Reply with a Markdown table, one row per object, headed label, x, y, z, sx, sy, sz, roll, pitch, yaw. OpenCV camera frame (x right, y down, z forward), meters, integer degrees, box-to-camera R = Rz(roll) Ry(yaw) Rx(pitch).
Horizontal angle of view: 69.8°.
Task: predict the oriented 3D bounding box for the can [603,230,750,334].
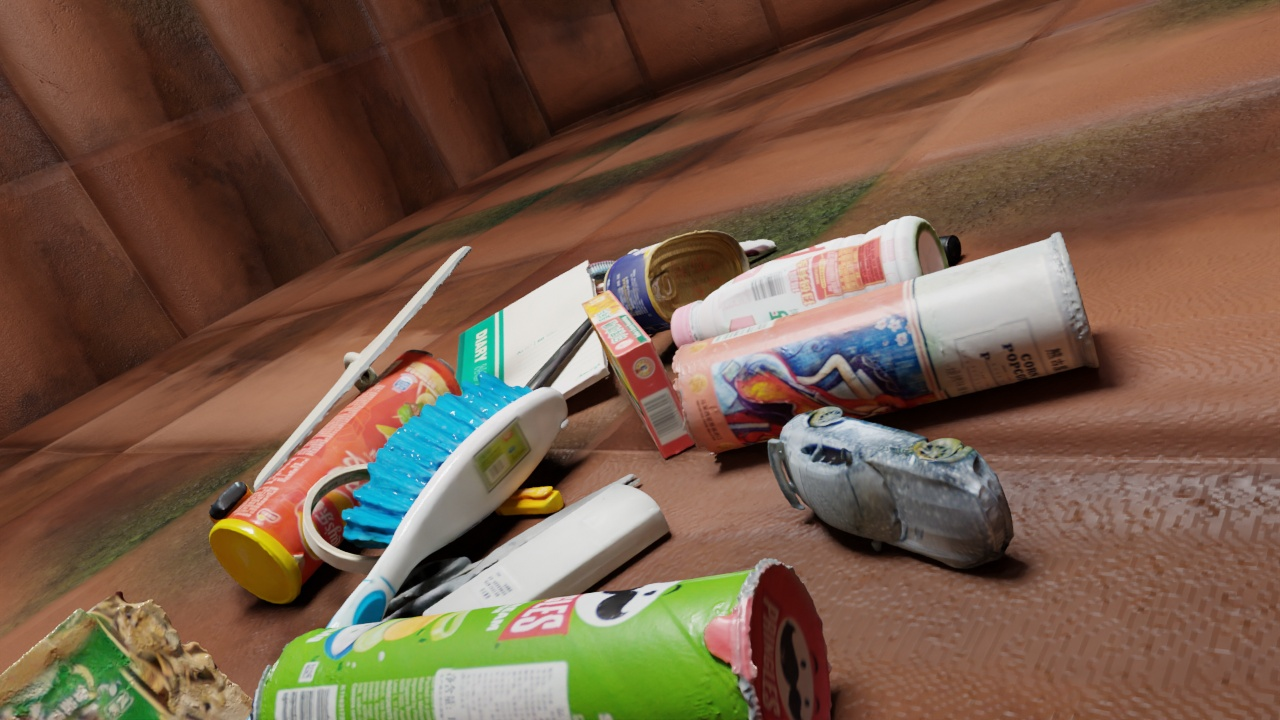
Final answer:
| label | x | y | z | sx | sy | sz | roll | pitch | yaw |
| --- | --- | --- | --- | --- | --- | --- | --- | --- | --- |
| can | 0.033 | -0.064 | 0.753 | 0.049 | 0.074 | 0.147 | -12 | 6 | 39 |

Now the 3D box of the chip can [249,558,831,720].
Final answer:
| label | x | y | z | sx | sy | sz | roll | pitch | yaw |
| --- | --- | --- | --- | --- | --- | --- | --- | --- | --- |
| chip can | -0.048 | 0.130 | 0.364 | 0.237 | 0.072 | 0.072 | -15 | 21 | 27 |

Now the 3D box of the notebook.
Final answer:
| label | x | y | z | sx | sy | sz | roll | pitch | yaw |
| --- | --- | --- | --- | --- | --- | --- | --- | --- | --- |
| notebook | -0.100 | -0.006 | 0.802 | 0.150 | 0.012 | 0.208 | -30 | 29 | 9 |

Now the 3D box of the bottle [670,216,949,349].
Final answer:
| label | x | y | z | sx | sy | sz | roll | pitch | yaw |
| --- | --- | --- | --- | --- | --- | --- | --- | --- | --- |
| bottle | 0.111 | -0.041 | 0.640 | 0.197 | 0.068 | 0.068 | -16 | 20 | 37 |

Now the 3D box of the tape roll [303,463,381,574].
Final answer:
| label | x | y | z | sx | sy | sz | roll | pitch | yaw |
| --- | --- | --- | --- | --- | --- | --- | --- | --- | --- |
| tape roll | -0.178 | 0.103 | 0.606 | 0.085 | 0.014 | 0.085 | 11 | 37 | -8 |

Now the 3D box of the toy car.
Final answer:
| label | x | y | z | sx | sy | sz | roll | pitch | yaw |
| --- | --- | --- | --- | --- | --- | --- | --- | --- | --- |
| toy car | 0.104 | 0.056 | 0.401 | 0.036 | 0.054 | 0.121 | -31 | 21 | -26 |

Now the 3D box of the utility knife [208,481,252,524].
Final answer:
| label | x | y | z | sx | sy | sz | roll | pitch | yaw |
| --- | --- | --- | --- | --- | --- | --- | --- | --- | --- |
| utility knife | -0.310 | 0.116 | 0.704 | 0.033 | 0.015 | 0.197 | -50 | 4 | -23 |

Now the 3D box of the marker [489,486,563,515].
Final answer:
| label | x | y | z | sx | sy | sz | roll | pitch | yaw |
| --- | --- | --- | --- | --- | --- | --- | --- | --- | --- |
| marker | -0.100 | 0.095 | 0.609 | 0.124 | 0.015 | 0.018 | -9 | 23 | 38 |

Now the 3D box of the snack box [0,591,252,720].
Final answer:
| label | x | y | z | sx | sy | sz | roll | pitch | yaw |
| --- | --- | --- | --- | --- | --- | --- | --- | --- | --- |
| snack box | -0.270 | 0.193 | 0.432 | 0.106 | 0.118 | 0.117 | -29 | 14 | 28 |

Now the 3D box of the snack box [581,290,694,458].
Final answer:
| label | x | y | z | sx | sy | sz | roll | pitch | yaw |
| --- | --- | --- | --- | --- | --- | --- | --- | --- | --- |
| snack box | -0.004 | 0.004 | 0.636 | 0.027 | 0.077 | 0.155 | -27 | 19 | -3 |

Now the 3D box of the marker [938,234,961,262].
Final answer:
| label | x | y | z | sx | sy | sz | roll | pitch | yaw |
| --- | --- | --- | --- | --- | --- | --- | --- | --- | --- |
| marker | 0.187 | -0.079 | 0.714 | 0.022 | 0.020 | 0.132 | -2 | 0 | -40 |

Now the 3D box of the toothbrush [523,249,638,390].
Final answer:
| label | x | y | z | sx | sy | sz | roll | pitch | yaw |
| --- | --- | --- | --- | --- | --- | --- | --- | --- | --- |
| toothbrush | -0.048 | -0.028 | 0.750 | 0.016 | 0.018 | 0.180 | 11 | 53 | 43 |

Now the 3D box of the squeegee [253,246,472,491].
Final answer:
| label | x | y | z | sx | sy | sz | roll | pitch | yaw |
| --- | --- | --- | --- | --- | --- | --- | --- | --- | --- |
| squeegee | -0.243 | 0.016 | 0.818 | 0.246 | 0.039 | 0.247 | -52 | 2 | -15 |

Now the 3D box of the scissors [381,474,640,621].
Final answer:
| label | x | y | z | sx | sy | sz | roll | pitch | yaw |
| --- | --- | --- | --- | --- | --- | --- | --- | --- | --- |
| scissors | -0.075 | 0.116 | 0.534 | 0.174 | 0.014 | 0.140 | -16 | 20 | 18 |

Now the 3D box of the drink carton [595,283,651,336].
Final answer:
| label | x | y | z | sx | sy | sz | roll | pitch | yaw |
| --- | --- | --- | --- | --- | --- | --- | --- | --- | --- |
| drink carton | -0.027 | -0.049 | 0.854 | 0.123 | 0.045 | 0.053 | -4 | 28 | 46 |

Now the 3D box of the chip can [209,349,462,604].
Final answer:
| label | x | y | z | sx | sy | sz | roll | pitch | yaw |
| --- | --- | --- | --- | --- | --- | --- | --- | --- | --- |
| chip can | -0.217 | 0.077 | 0.683 | 0.073 | 0.073 | 0.215 | -12 | 28 | 34 |

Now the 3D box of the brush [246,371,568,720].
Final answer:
| label | x | y | z | sx | sy | sz | roll | pitch | yaw |
| --- | --- | --- | --- | --- | --- | --- | --- | --- | --- |
| brush | -0.143 | 0.106 | 0.532 | 0.110 | 0.060 | 0.313 | 3 | 35 | 39 |

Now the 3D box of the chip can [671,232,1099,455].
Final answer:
| label | x | y | z | sx | sy | sz | roll | pitch | yaw |
| --- | --- | --- | --- | --- | --- | --- | --- | --- | --- |
| chip can | 0.127 | -0.004 | 0.505 | 0.215 | 0.071 | 0.071 | -16 | 21 | 25 |

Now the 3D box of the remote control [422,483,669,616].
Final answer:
| label | x | y | z | sx | sy | sz | roll | pitch | yaw |
| --- | --- | --- | --- | --- | --- | --- | --- | --- | --- |
| remote control | -0.049 | 0.113 | 0.490 | 0.135 | 0.019 | 0.056 | -32 | 20 | -20 |

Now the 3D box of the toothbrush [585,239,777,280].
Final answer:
| label | x | y | z | sx | sy | sz | roll | pitch | yaw |
| --- | --- | --- | --- | --- | --- | --- | --- | --- | --- |
| toothbrush | 0.041 | -0.094 | 0.856 | 0.187 | 0.016 | 0.017 | -9 | 39 | -14 |
